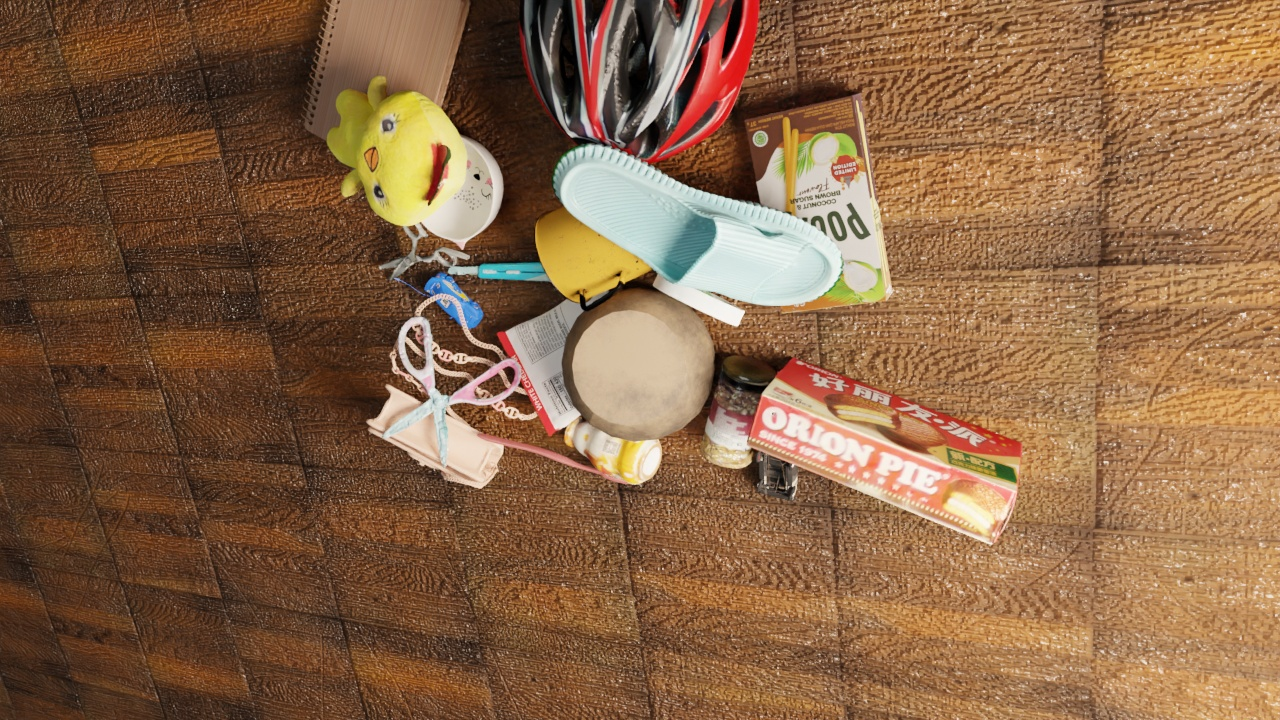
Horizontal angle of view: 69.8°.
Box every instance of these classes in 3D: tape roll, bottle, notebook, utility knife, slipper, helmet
[{"bbox_3d":[0.057,-0.061,0.903,0.094,0.093,0.018,28,98,14],"label":"tape roll"},{"bbox_3d":[-0.032,0.095,1.022,0.109,0.063,0.063,18,115,28],"label":"bottle"},{"bbox_3d":[-0.287,-0.323,1.005,0.169,0.022,0.211,30,115,15],"label":"notebook"},{"bbox_3d":[0.100,0.054,0.946,0.056,0.056,0.105,21,116,18],"label":"bottle"},{"bbox_3d":[-0.158,-0.099,1.040,0.149,0.015,0.022,2,106,28],"label":"utility knife"},{"bbox_3d":[0.046,-0.106,0.819,0.276,0.069,0.116,23,143,-8],"label":"slipper"},{"bbox_3d":[-0.008,-0.315,0.818,0.218,0.166,0.272,9,100,19],"label":"helmet"}]

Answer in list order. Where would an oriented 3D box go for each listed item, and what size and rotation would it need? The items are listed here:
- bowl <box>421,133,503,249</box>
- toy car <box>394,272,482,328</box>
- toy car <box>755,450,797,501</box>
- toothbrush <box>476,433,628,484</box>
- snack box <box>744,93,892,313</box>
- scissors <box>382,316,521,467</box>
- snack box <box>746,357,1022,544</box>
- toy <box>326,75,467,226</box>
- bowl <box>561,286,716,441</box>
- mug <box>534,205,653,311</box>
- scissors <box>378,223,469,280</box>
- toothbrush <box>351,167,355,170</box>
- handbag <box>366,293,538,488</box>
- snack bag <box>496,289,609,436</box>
[{"bbox_3d":[-0.194,-0.192,1.001,0.115,0.050,0.115,9,112,23],"label":"bowl"},{"bbox_3d":[-0.233,-0.069,1.058,0.092,0.061,0.033,45,121,4],"label":"toy car"},{"bbox_3d":[0.143,0.109,0.950,0.040,0.037,0.092,12,139,20],"label":"toy car"},{"bbox_3d":[-0.095,0.108,1.037,0.184,0.015,0.016,17,117,-12],"label":"toothbrush"},{"bbox_3d":[0.167,-0.143,0.855,0.101,0.031,0.186,-6,106,27],"label":"snack box"},{"bbox_3d":[-0.224,0.025,1.024,0.170,0.013,0.175,-32,87,-2],"label":"scissors"},{"bbox_3d":[0.229,0.079,0.860,0.236,0.113,0.060,22,115,18],"label":"snack box"},{"bbox_3d":[-0.254,-0.216,0.943,0.208,0.092,0.134,29,113,25],"label":"toy"},{"bbox_3d":[-0.006,0.006,0.941,0.162,0.070,0.162,1,94,10],"label":"bowl"},{"bbox_3d":[-0.038,-0.110,0.918,0.094,0.100,0.123,-21,57,28],"label":"mug"},{"bbox_3d":[-0.252,-0.112,1.053,0.120,0.014,0.160,34,147,3],"label":"scissors"},{"bbox_3d":[-0.265,-0.236,1.041,0.168,0.012,0.013,-5,98,27],"label":"toothbrush"},{"bbox_3d":[-0.203,0.048,1.091,0.199,0.117,0.187,29,82,-3],"label":"handbag"},{"bbox_3d":[-0.074,-0.004,1.012,0.144,0.039,0.131,-28,88,20],"label":"snack bag"}]
